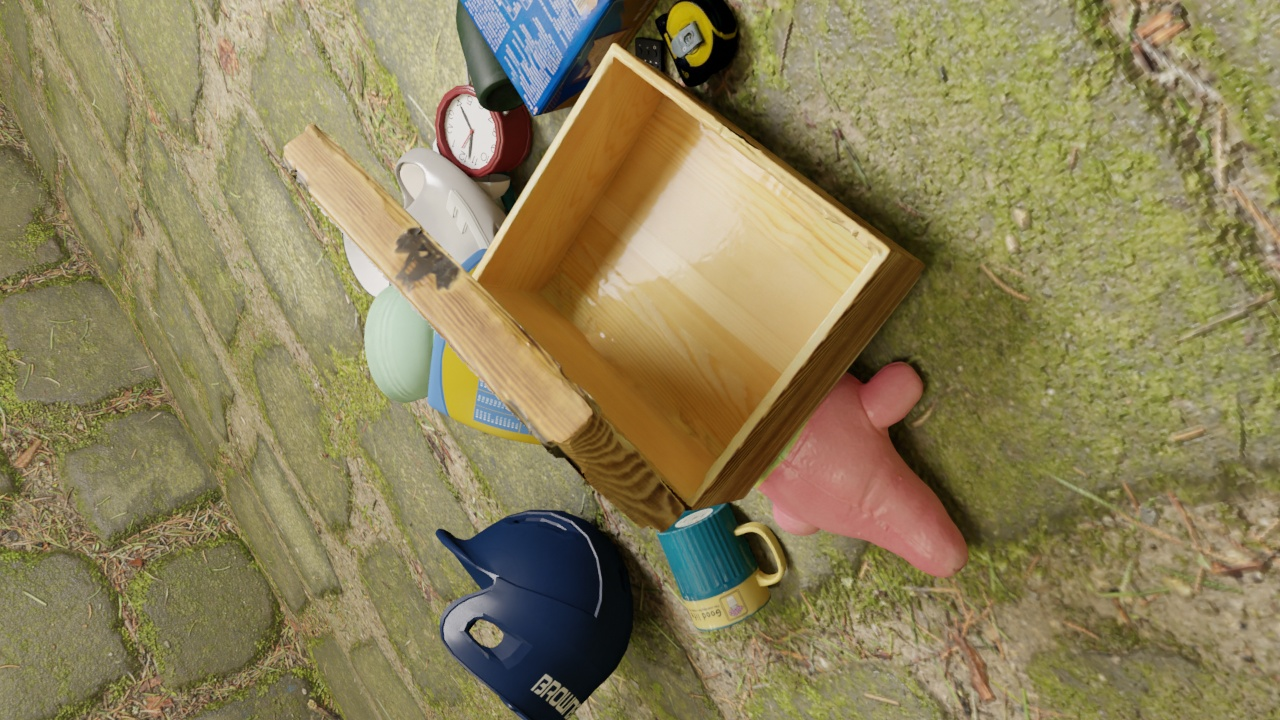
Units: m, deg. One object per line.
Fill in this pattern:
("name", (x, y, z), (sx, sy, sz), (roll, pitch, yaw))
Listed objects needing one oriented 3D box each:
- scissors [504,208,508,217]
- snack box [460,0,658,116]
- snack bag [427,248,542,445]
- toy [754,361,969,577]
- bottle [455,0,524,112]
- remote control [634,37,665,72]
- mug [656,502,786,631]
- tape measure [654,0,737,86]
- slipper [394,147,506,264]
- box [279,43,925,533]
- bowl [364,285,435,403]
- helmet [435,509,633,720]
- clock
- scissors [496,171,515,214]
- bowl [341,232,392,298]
("scissors", (-0.163, -0.074, 1.078), (0.217, 0.016, 0.225), (22, 123, 42))
("snack box", (-0.089, -0.341, 0.783), (0.202, 0.069, 0.155), (58, 143, 6))
("snack bag", (-0.094, 0.003, 0.899), (0.205, 0.102, 0.159), (22, 127, 7))
("toy", (0.163, 0.083, 0.734), (0.237, 0.096, 0.193), (40, 125, 12))
("bottle", (-0.150, -0.324, 0.871), (0.055, 0.055, 0.174), (-39, 66, 53))
("remote control", (0.009, -0.207, 0.799), (0.030, 0.009, 0.140), (26, 130, 39))
("mug", (0.085, 0.197, 0.912), (0.114, 0.083, 0.107), (-23, 91, 25))
("tape measure", (0.044, -0.252, 0.710), (0.062, 0.034, 0.061), (-26, 92, 51))
("slipper", (-0.168, -0.102, 0.957), (0.266, 0.080, 0.113), (45, 154, -9))
("box", (-0.043, -0.043, 0.617), (0.279, 0.322, 0.284), (43, 111, 23))
("bowl", (-0.269, -0.023, 1.150), (0.077, 0.150, 0.151), (-2, 112, 21))
("helmet", (-0.132, 0.278, 1.088), (0.272, 0.222, 0.232), (27, 155, 26))
("clock", (-0.165, -0.226, 0.941), (0.096, 0.048, 0.138), (40, 125, 15))
("scissors", (-0.173, -0.218, 1.000), (0.125, 0.019, 0.154), (-22, 92, 51))
("bowl", (-0.329, -0.144, 1.191), (0.116, 0.065, 0.116), (28, 131, 37))
